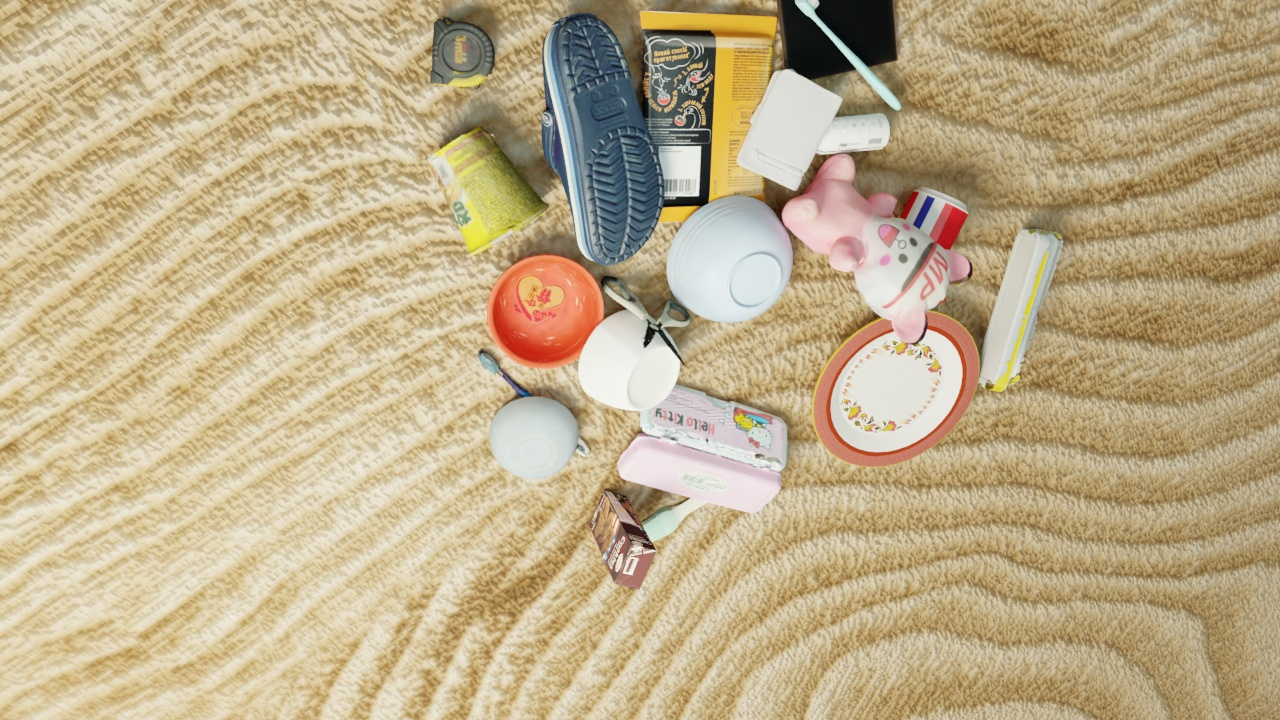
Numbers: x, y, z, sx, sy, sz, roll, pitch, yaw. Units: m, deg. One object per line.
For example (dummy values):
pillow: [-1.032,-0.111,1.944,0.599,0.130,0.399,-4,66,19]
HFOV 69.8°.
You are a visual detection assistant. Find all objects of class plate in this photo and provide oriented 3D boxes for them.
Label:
plate: [0.323,0.036,1.172,0.229,0.021,0.230,-6,120,-12]

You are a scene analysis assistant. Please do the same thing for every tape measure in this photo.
tape measure: [-0.179,-0.310,0.929,0.062,0.038,0.067,3,104,-8]

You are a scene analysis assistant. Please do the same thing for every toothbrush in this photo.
toothbrush: [0.236,-0.343,1.026,0.180,0.016,0.016,39,83,-24]
toothbrush: [-0.123,0.054,1.074,0.016,0.017,0.189,-42,113,5]

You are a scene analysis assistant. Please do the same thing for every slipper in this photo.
slipper: [-0.049,-0.229,0.964,0.104,0.095,0.253,-22,110,-34]

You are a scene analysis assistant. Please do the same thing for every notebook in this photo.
notebook: [0.211,-0.423,1.006,0.141,0.008,0.209,-16,111,-14]

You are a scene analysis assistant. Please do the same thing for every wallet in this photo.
wallet: [0.162,-0.254,1.013,0.086,0.032,0.116,26,100,-17]

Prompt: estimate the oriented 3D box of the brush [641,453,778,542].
brush: [0.090,0.170,1.174,0.217,0.012,0.033,-31,112,-5]

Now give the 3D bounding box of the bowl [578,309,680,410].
bowl: [-0.006,0.006,1.038,0.116,0.066,0.116,-25,131,-32]

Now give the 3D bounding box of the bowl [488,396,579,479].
bowl: [-0.123,0.097,1.064,0.106,0.039,0.106,-3,118,-5]

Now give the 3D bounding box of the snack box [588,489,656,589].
snack box: [-0.023,0.209,1.085,0.031,0.141,0.051,19,102,-20]

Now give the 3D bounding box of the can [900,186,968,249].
can: [0.334,-0.136,1.106,0.070,0.070,0.132,20,101,-20]

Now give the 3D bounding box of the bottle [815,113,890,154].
bottle: [0.225,-0.259,1.052,0.116,0.041,0.041,-8,109,-13]

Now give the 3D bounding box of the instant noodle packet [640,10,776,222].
instant noodle packet: [0.073,-0.264,1.011,0.159,0.032,0.221,-6,109,-21]

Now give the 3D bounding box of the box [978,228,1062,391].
box: [0.496,-0.061,1.174,0.080,0.084,0.210,8,105,-10]

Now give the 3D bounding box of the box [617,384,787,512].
box: [0.078,0.105,1.132,0.201,0.103,0.101,17,139,-18]

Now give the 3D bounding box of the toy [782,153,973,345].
toy: [0.263,-0.127,1.035,0.213,0.084,0.141,39,59,5]

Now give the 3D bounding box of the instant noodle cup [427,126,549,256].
instant noodle cup: [-0.163,-0.178,0.949,0.102,0.102,0.108,-33,104,-3]

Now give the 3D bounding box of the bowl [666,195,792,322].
bowl: [0.112,-0.103,1.037,0.150,0.074,0.151,-11,122,-18]

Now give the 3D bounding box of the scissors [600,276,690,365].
scissors: [0.014,-0.048,1.018,0.168,0.157,0.013,-12,136,-58]

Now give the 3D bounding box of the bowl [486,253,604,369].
bowl: [-0.108,-0.058,1.025,0.130,0.045,0.131,-4,109,-14]
